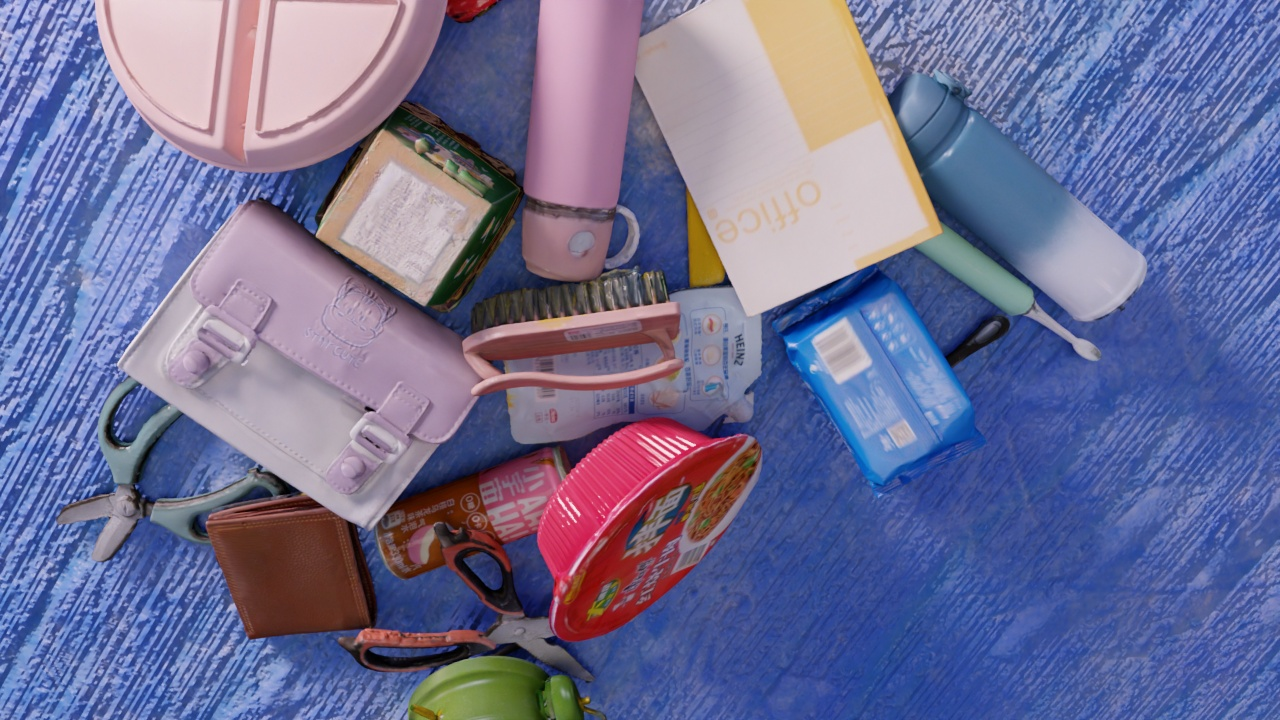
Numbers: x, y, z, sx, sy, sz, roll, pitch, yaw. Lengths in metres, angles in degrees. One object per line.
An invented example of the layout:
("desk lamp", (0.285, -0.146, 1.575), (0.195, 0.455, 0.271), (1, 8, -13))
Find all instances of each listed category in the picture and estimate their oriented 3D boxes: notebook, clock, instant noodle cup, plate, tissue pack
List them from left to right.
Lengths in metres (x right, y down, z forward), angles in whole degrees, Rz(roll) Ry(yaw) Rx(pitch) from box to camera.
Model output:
("plate", (-0.226, -0.228, 0.547), (0.230, 0.028, 0.229), (-1, 87, 11))
("clock", (-0.105, 0.290, 0.719), (0.161, 0.056, 0.116), (6, 125, -19))
("instant noodle cup", (-0.003, 0.109, 0.651), (0.066, 0.193, 0.194), (43, 101, 28))
("notebook", (0.095, -0.149, 0.617), (0.146, 0.010, 0.206), (-23, 99, 16))
("tissue pack", (0.173, 0.014, 0.669), (0.095, 0.052, 0.157), (-32, 87, 5))

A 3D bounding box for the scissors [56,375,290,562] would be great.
("scissors", (-0.338, 0.096, 0.680), (0.178, 0.019, 0.173), (30, 100, -13))

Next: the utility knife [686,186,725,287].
("utility knife", (0.044, -0.124, 0.651), (0.033, 0.015, 0.154), (2, 107, 13))

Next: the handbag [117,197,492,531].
("handbag", (-0.220, 0.003, 0.627), (0.197, 0.098, 0.145), (37, 94, -14))

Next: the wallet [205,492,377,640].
("wallet", (-0.259, 0.157, 0.690), (0.101, 0.032, 0.125), (-6, 117, -3))

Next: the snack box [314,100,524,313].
("snack box", (-0.148, -0.095, 0.596), (0.118, 0.105, 0.117), (33, 101, -12))

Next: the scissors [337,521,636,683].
("scissors", (-0.113, 0.202, 0.697), (0.189, 0.015, 0.222), (-31, 124, 9))

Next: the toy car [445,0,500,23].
("toy car", (-0.091, -0.262, 0.593), (0.106, 0.031, 0.049), (-32, 105, 6))

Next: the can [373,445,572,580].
("can", (-0.119, 0.113, 0.682), (0.147, 0.058, 0.058), (-20, 106, 1))

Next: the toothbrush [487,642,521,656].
("toothbrush", (-0.066, 0.211, 0.737), (0.189, 0.017, 0.014), (-33, 115, 3))

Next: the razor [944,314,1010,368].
("razor", (0.221, 0.012, 0.702), (0.143, 0.022, 0.042), (-39, 84, 6))

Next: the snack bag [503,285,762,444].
("snack bag", (-0.004, 0.004, 0.672), (0.191, 0.039, 0.110), (-5, 100, -5))

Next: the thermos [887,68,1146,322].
("thermos", (0.258, -0.115, 0.646), (0.220, 0.070, 0.070), (36, 100, -14))

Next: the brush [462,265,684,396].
("brush", (-0.046, -0.015, 0.612), (0.145, 0.063, 0.073), (-8, 77, -3))

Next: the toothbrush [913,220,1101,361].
("toothbrush", (0.260, -0.060, 0.682), (0.224, 0.027, 0.026), (32, 108, -12))

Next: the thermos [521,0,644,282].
("thermos", (-0.032, -0.153, 0.610), (0.087, 0.067, 0.199), (-3, 112, -26))
